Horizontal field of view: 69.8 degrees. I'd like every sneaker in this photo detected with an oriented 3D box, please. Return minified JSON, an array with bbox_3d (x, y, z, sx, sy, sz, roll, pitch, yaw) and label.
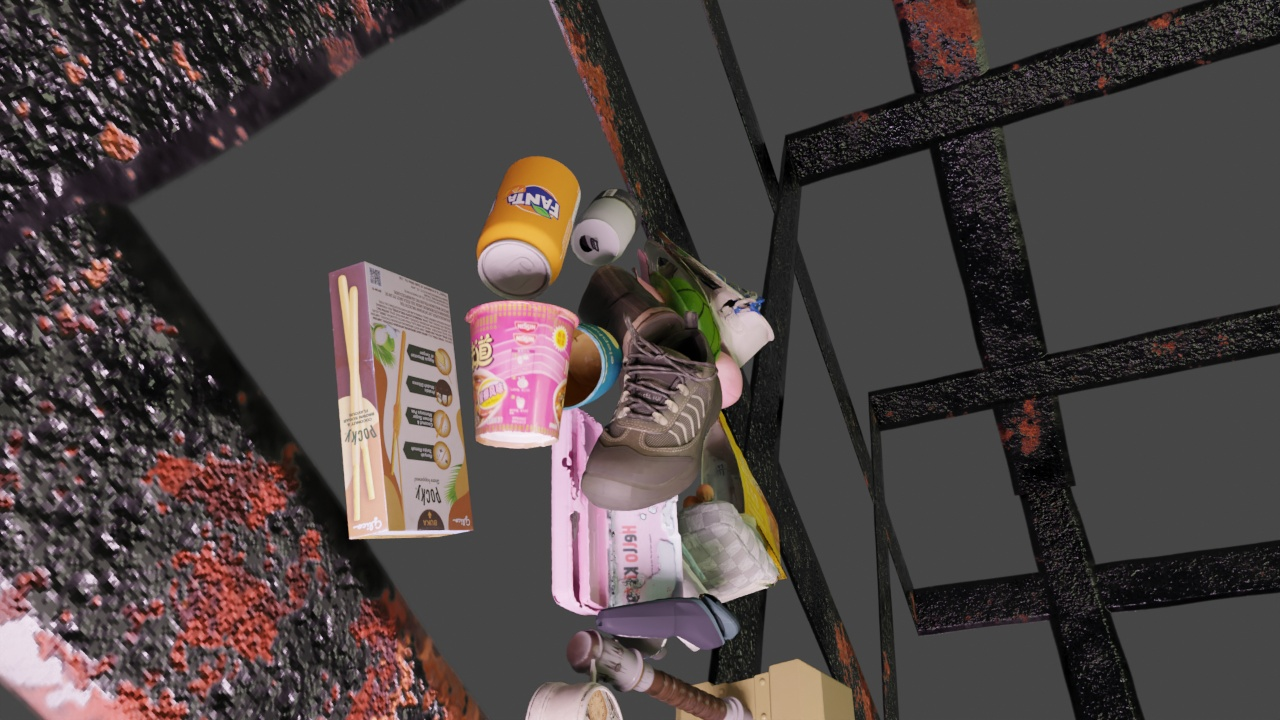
[{"bbox_3d":[-0.006,0.006,1.044,0.120,0.095,0.235,49,-19,40],"label":"sneaker"},{"bbox_3d":[0.021,0.031,0.867,0.237,0.101,0.143,-52,146,-53],"label":"sneaker"}]

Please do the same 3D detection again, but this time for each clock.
[{"bbox_3d":[-0.052,0.327,0.745,0.156,0.061,0.103,-57,130,-66],"label":"clock"}]

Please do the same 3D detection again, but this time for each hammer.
[{"bbox_3d":[0.051,0.337,0.913,0.324,0.191,0.100,37,40,-34],"label":"hammer"}]

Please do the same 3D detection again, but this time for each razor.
[{"bbox_3d":[0.025,0.243,0.850,0.142,0.047,0.052,7,70,-29],"label":"razor"}]

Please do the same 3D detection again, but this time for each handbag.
[{"bbox_3d":[0.089,0.221,1.125,0.171,0.113,0.123,54,20,-45],"label":"handbag"},{"bbox_3d":[0.085,-0.096,1.235,0.201,0.093,0.199,40,-13,53],"label":"handbag"}]

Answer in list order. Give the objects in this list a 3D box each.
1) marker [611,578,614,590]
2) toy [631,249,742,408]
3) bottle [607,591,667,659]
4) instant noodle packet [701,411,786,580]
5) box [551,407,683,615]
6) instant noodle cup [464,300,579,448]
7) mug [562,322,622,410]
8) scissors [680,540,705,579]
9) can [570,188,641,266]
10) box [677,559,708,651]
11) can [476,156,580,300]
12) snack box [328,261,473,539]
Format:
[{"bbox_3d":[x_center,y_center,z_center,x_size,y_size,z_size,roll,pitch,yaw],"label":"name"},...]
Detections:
[{"bbox_3d":[0.004,0.267,0.997,0.146,0.017,0.017,51,32,-49],"label":"marker"},{"bbox_3d":[0.054,-0.030,1.124,0.238,0.087,0.190,58,-1,-26],"label":"toy"},{"bbox_3d":[-0.002,0.273,0.934,0.112,0.047,0.046,56,28,-42],"label":"bottle"},{"bbox_3d":[0.142,0.195,1.345,0.221,0.084,0.163,-91,157,-46],"label":"instant noodle packet"},{"bbox_3d":[-0.033,0.152,0.909,0.149,0.073,0.201,19,55,-35],"label":"box"},{"bbox_3d":[-0.102,0.016,0.781,0.097,0.098,0.108,32,55,-62],"label":"instant noodle cup"},{"bbox_3d":[-0.070,-0.009,0.908,0.112,0.084,0.104,48,14,7],"label":"mug"},{"bbox_3d":[0.025,0.172,1.010,0.175,0.033,0.078,58,2,28],"label":"scissors"},{"bbox_3d":[-0.041,-0.156,1.084,0.127,0.064,0.064,-65,137,-60],"label":"can"},{"bbox_3d":[0.031,0.254,0.982,0.102,0.076,0.107,47,-8,36],"label":"box"},{"bbox_3d":[-0.105,-0.127,0.872,0.142,0.079,0.079,-81,150,-47],"label":"can"},{"bbox_3d":[-0.171,0.032,0.662,0.101,0.032,0.186,22,56,-66],"label":"snack box"}]
